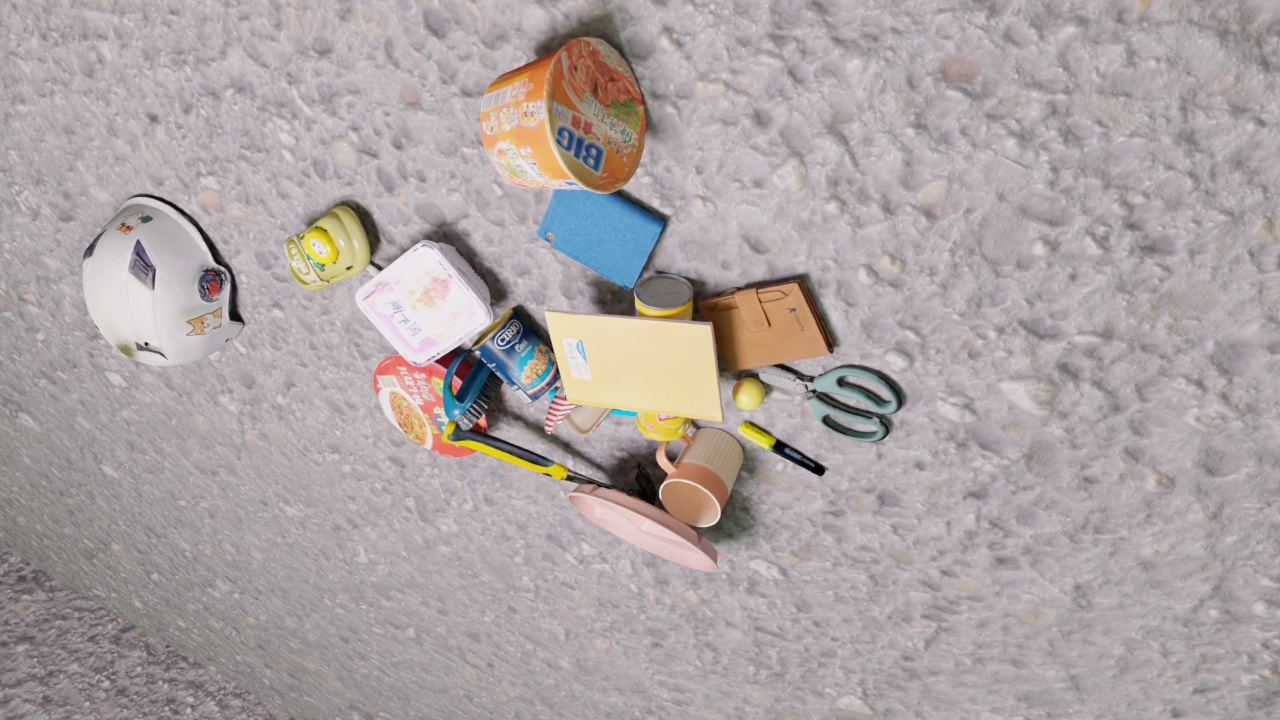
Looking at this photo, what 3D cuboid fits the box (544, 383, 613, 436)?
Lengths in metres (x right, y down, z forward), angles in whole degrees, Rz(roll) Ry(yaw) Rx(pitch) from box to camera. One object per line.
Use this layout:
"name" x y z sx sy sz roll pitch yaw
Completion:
"box" -0.061 0.042 1.213 0.087 0.076 0.163 21 128 -19

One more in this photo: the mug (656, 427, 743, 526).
"mug" 0.071 0.140 1.196 0.114 0.105 0.082 44 135 -11

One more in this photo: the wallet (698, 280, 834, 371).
"wallet" 0.144 -0.040 1.056 0.132 0.031 0.108 -10 123 34

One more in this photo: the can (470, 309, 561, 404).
"can" -0.161 -0.003 1.225 0.111 0.075 0.076 47 134 -15

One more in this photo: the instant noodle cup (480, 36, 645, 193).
"instant noodle cup" -0.083 -0.241 0.933 0.112 0.151 0.151 2 128 38

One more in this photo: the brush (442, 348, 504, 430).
"brush" -0.227 0.027 1.239 0.055 0.143 0.073 -30 115 35

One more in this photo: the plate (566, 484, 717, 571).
"plate" 0.005 0.228 1.262 0.229 0.028 0.230 24 160 9

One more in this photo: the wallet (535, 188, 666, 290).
"wallet" -0.047 -0.150 1.061 0.133 0.040 0.107 31 127 3

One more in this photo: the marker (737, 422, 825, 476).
"marker" 0.181 0.114 1.174 0.124 0.018 0.015 29 141 3

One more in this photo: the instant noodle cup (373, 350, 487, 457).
"instant noodle cup" -0.297 0.051 1.357 0.194 0.065 0.194 15 133 16

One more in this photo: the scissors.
"scissors" 0.225 0.027 1.075 0.185 0.019 0.130 33 136 -2

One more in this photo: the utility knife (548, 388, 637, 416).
"utility knife" -0.053 0.060 1.260 0.160 0.018 0.034 5 129 24

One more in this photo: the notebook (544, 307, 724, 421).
"notebook" -0.006 0.006 1.089 0.206 0.010 0.146 5 130 21

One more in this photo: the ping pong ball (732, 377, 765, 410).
"ping pong ball" 0.132 0.041 1.122 0.040 0.040 0.040 16 133 17

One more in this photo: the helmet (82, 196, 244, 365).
"helmet" -0.764 -0.099 1.424 0.230 0.156 0.275 17 134 15

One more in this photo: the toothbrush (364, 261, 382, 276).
"toothbrush" -0.321 -0.094 1.280 0.191 0.016 0.018 35 126 -2

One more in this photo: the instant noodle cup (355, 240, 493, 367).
"instant noodle cup" -0.278 -0.082 1.222 0.174 0.060 0.138 -28 109 35

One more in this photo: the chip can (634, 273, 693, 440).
"chip can" 0.028 0.000 1.125 0.072 0.071 0.214 14 133 18

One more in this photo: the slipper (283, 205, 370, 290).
"slipper" -0.442 -0.140 1.254 0.191 0.081 0.091 -19 102 44

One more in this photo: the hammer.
"hammer" -0.128 0.153 1.323 0.323 0.031 0.126 22 135 -10
